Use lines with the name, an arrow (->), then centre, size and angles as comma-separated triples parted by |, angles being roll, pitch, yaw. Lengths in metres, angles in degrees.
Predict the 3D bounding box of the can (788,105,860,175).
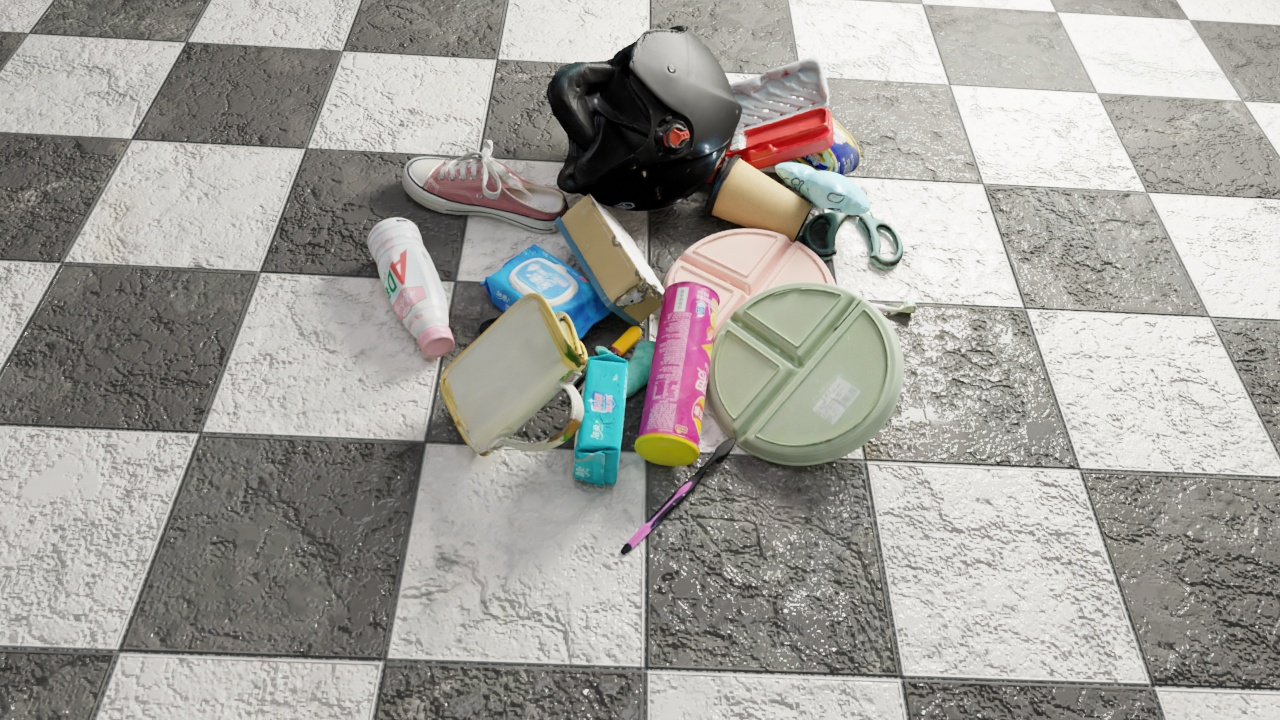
can -> 0.255, -0.323, 1.352 | 0.049, 0.075, 0.148 | -30, 61, -22

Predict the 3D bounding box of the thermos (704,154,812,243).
thermos -> 0.159, -0.217, 1.256 | 0.143, 0.093, 0.092 | 27, 54, 7

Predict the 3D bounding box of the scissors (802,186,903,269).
scissors -> 0.282, -0.189, 1.282 | 0.172, 0.019, 0.176 | -9, 54, -10

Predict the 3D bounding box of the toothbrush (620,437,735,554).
toothbrush -> 0.043, 0.148, 1.003 | 0.014, 0.018, 0.188 | 36, 61, 23

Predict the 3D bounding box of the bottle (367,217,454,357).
bottle -> -0.280, -0.090, 1.134 | 0.068, 0.068, 0.196 | -19, 58, -18

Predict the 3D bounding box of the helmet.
helmet -> 0.007, -0.314, 1.233 | 0.230, 0.234, 0.274 | 31, 78, -30

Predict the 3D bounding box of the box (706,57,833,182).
box -> 0.174, -0.340, 1.319 | 0.201, 0.063, 0.160 | -12, 64, 23

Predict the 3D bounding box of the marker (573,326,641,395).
marker -> -0.040, 0.001, 1.112 | 0.018, 0.015, 0.123 | 34, 59, 18

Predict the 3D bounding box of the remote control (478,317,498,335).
remote control -> -0.160, -0.006, 1.101 | 0.053, 0.024, 0.136 | -14, 54, -14

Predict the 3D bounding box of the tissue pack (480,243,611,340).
tissue pack -> -0.117, -0.082, 1.147 | 0.157, 0.052, 0.094 | 36, 58, 22

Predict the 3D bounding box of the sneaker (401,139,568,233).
sneaker -> -0.212, -0.245, 1.247 | 0.241, 0.088, 0.118 | 17, 52, 8

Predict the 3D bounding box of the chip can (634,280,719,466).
chip can -> 0.045, 0.012, 1.052 | 0.071, 0.071, 0.210 | 9, 60, 3

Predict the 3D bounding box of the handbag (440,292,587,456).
handbag -> -0.124, 0.037, 0.997 | 0.163, 0.063, 0.178 | -42, 51, 14

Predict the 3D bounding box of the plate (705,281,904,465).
plate -> 0.184, 0.008, 1.056 | 0.230, 0.027, 0.229 | -7, 66, 15

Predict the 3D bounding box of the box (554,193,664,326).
box -> -0.039, -0.132, 1.161 | 0.063, 0.089, 0.184 | -40, 54, 11

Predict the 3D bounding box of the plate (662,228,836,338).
plate -> 0.140, -0.085, 1.169 | 0.229, 0.028, 0.229 | -1, 55, 1

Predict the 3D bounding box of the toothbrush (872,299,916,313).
toothbrush -> 0.261, -0.077, 1.192 | 0.189, 0.029, 0.020 | 5, 92, 2

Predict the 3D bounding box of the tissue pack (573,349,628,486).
tissue pack -> -0.043, 0.063, 1.001 | 0.050, 0.093, 0.133 | 6, 59, -1

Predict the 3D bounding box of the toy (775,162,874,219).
toy -> 0.252, -0.232, 1.246 | 0.156, 0.050, 0.161 | 28, 14, 16

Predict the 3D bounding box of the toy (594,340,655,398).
toy -> -0.006, 0.006, 1.096 | 0.096, 0.030, 0.091 | 44, 59, 12
